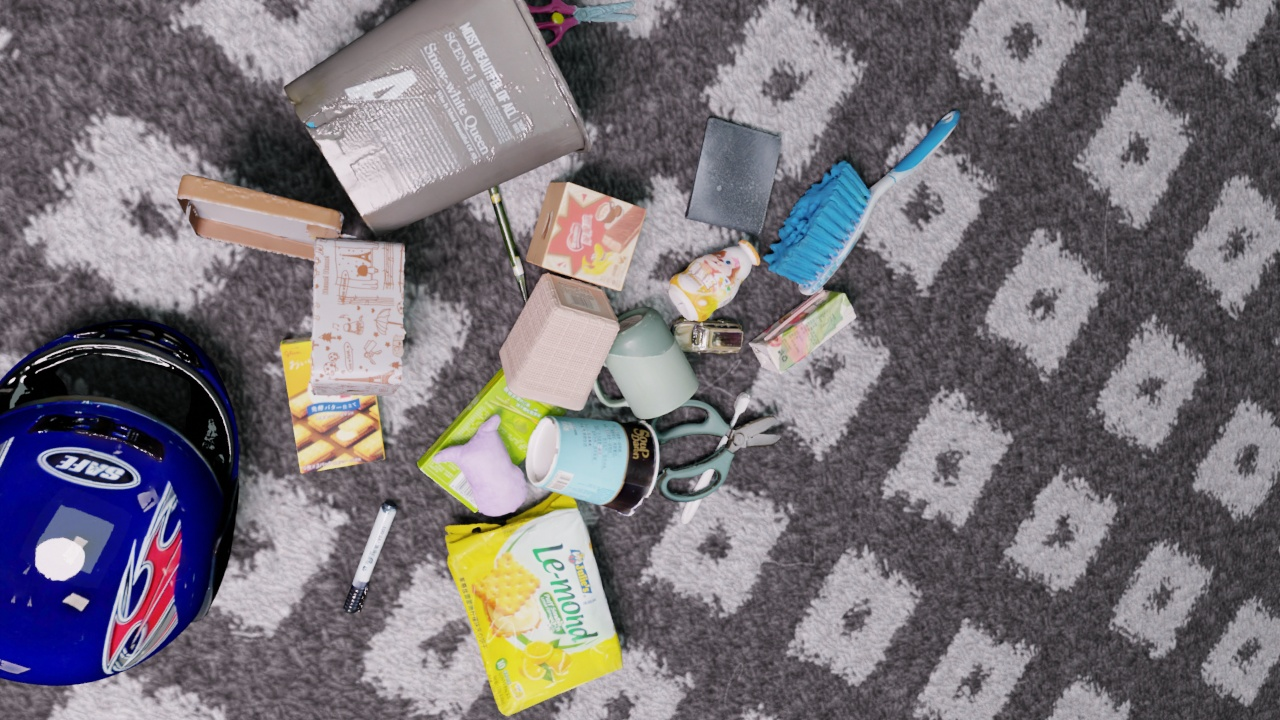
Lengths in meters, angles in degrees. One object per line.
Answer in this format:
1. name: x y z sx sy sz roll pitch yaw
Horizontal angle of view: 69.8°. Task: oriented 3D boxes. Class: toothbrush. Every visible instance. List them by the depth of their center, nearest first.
1. toothbrush: -0.134 -0.110 1.006 0.017 0.012 0.186 -22 108 -20
2. toothbrush: 0.091 0.121 1.134 0.016 0.016 0.180 24 94 -12

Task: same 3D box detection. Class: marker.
1. marker: -0.297 0.218 1.012 0.022 0.018 0.131 20 94 -31

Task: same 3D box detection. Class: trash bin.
1. trash bin: -0.193 -0.239 0.868 0.219 0.198 0.199 -30 109 -6

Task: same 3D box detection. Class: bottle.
1. bottle: 0.087 -0.095 1.060 0.108 0.063 0.063 -38 111 -10

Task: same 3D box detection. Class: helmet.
1. helmet: -0.484 0.128 0.809 0.247 0.240 0.315 18 94 -24

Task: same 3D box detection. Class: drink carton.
1. drink carton: 0.196 -0.039 1.116 0.122 0.053 0.045 -36 110 -10

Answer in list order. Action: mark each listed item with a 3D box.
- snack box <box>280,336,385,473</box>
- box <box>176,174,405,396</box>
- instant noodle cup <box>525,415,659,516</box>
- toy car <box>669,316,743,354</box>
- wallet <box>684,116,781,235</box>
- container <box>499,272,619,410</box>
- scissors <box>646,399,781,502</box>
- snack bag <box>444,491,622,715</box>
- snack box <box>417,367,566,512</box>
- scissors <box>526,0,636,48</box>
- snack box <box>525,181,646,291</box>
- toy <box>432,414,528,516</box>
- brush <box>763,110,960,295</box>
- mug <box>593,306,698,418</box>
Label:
1. snack box: -0.321 0.042 0.960 0.086 0.034 0.140 -8 101 -19
2. box: -0.314 -0.049 0.841 0.217 0.181 0.157 12 82 -19
3. instant noodle cup: -0.058 0.109 1.018 0.120 0.111 0.111 15 96 -28
4. toy car: 0.078 -0.028 1.086 0.090 0.035 0.042 2 99 -18
5. wallet: 0.109 -0.214 1.069 0.097 0.019 0.121 10 96 -20
6. container: -0.084 -0.023 0.977 0.090 0.089 0.111 15 119 -27
7. scissors: 0.084 0.088 1.108 0.179 0.019 0.161 -29 102 -3
8. snack bag: -0.122 0.279 1.059 0.158 0.068 0.246 -18 106 -15
9. snack box: -0.165 0.084 1.026 0.086 0.026 0.156 43 85 -22
10. scissors: -0.066 -0.376 0.976 0.137 0.017 0.072 -21 97 -19
11. snack box: -0.060 -0.135 0.992 0.094 0.077 0.093 16 95 -22
12. toy: -0.166 0.124 0.998 0.083 0.039 0.108 -31 113 -12
13. brush: 0.274 -0.209 1.113 0.109 0.060 0.314 37 85 -28
14. mug: -0.006 0.006 1.044 0.112 0.082 0.106 -25 111 14
